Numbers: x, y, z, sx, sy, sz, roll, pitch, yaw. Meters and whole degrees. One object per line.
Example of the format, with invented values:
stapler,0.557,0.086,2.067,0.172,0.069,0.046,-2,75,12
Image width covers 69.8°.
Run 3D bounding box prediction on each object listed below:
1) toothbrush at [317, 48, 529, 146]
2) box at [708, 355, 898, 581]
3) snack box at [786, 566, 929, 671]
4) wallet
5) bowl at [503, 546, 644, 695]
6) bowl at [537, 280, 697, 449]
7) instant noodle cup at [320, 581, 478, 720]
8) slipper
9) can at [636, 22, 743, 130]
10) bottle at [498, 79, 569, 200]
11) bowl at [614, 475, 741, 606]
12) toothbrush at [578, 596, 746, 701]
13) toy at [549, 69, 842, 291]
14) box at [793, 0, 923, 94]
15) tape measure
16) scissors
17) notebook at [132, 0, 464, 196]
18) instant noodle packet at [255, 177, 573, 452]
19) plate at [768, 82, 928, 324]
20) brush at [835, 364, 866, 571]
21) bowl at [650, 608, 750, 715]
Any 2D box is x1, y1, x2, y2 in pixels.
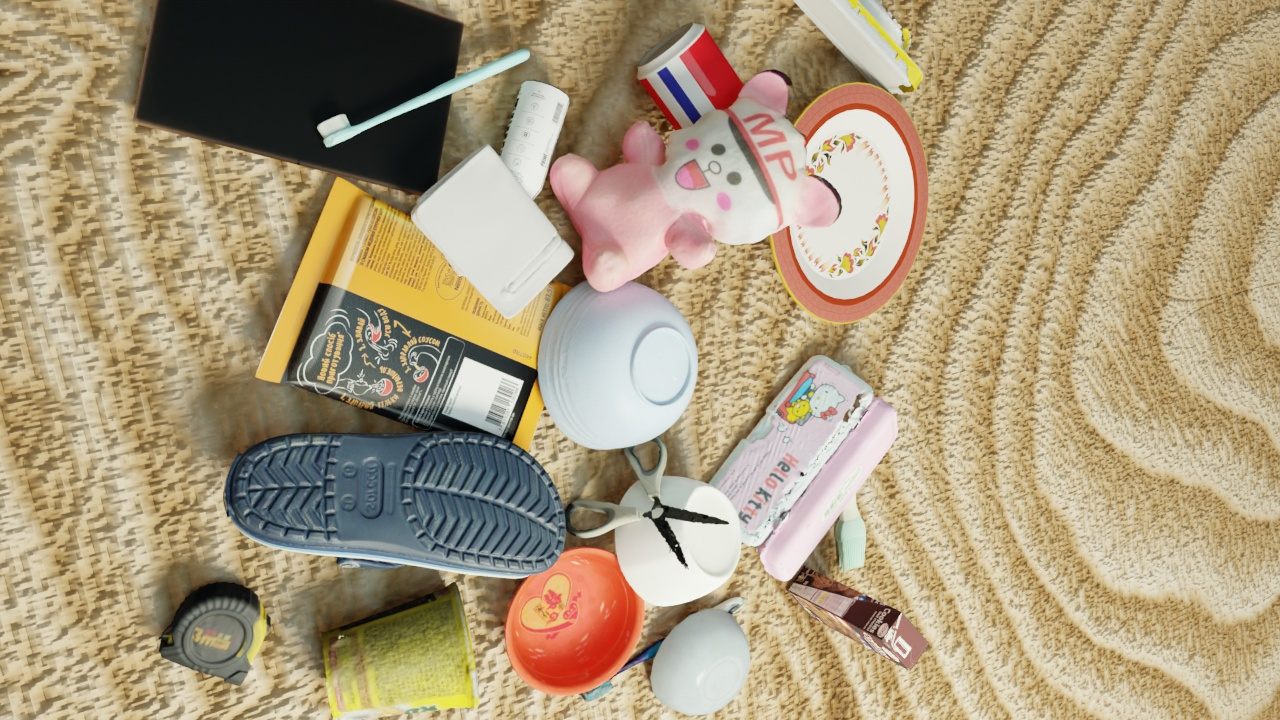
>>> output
toothbrush,-0.161,-0.205,0.700,0.180,0.016,0.016,-31,97,-23
box,0.156,0.103,0.903,0.201,0.103,0.101,-50,151,-13
snack box,0.207,0.247,0.890,0.031,0.141,0.051,-49,114,-15
wallet,-0.114,-0.098,0.714,0.086,0.032,0.116,-41,113,-13
bowl,-0.063,0.221,0.800,0.130,0.045,0.130,-3,97,-27
bowl,-0.005,0.005,0.771,0.150,0.075,0.150,-4,96,-41
instant noodle cup,-0.187,0.233,0.714,0.108,0.102,0.102,-9,100,-17
slipper,-0.182,0.108,0.702,0.252,0.095,0.105,12,65,-24
can,0.060,-0.220,0.798,0.070,0.070,0.132,-47,114,-15
bottle,-0.093,-0.165,0.742,0.041,0.041,0.116,19,87,-28
bowl,0.039,0.155,0.808,0.116,0.066,0.116,21,60,-43
toothbrush,0.025,0.271,0.868,0.188,0.017,0.016,-24,110,-23
toy,0.042,-0.138,0.742,0.213,0.084,0.142,-23,72,5
box,0.193,-0.344,0.853,0.210,0.084,0.080,35,87,-26
tape measure,-0.310,0.195,0.674,0.067,0.038,0.062,29,91,-24
scissors,0.002,0.119,0.776,0.012,0.158,0.168,54,27,-35
notebook,-0.241,-0.213,0.672,0.209,0.008,0.141,11,87,-28
instant noodle packet,-0.163,-0.024,0.724,0.220,0.032,0.159,24,78,-28
plate,0.201,-0.151,0.894,0.229,0.021,0.230,-9,105,-36
brush,0.215,0.112,0.953,0.033,0.012,0.218,-8,98,-26
bowl,0.064,0.292,0.866,0.106,0.039,0.106,-12,113,-30
